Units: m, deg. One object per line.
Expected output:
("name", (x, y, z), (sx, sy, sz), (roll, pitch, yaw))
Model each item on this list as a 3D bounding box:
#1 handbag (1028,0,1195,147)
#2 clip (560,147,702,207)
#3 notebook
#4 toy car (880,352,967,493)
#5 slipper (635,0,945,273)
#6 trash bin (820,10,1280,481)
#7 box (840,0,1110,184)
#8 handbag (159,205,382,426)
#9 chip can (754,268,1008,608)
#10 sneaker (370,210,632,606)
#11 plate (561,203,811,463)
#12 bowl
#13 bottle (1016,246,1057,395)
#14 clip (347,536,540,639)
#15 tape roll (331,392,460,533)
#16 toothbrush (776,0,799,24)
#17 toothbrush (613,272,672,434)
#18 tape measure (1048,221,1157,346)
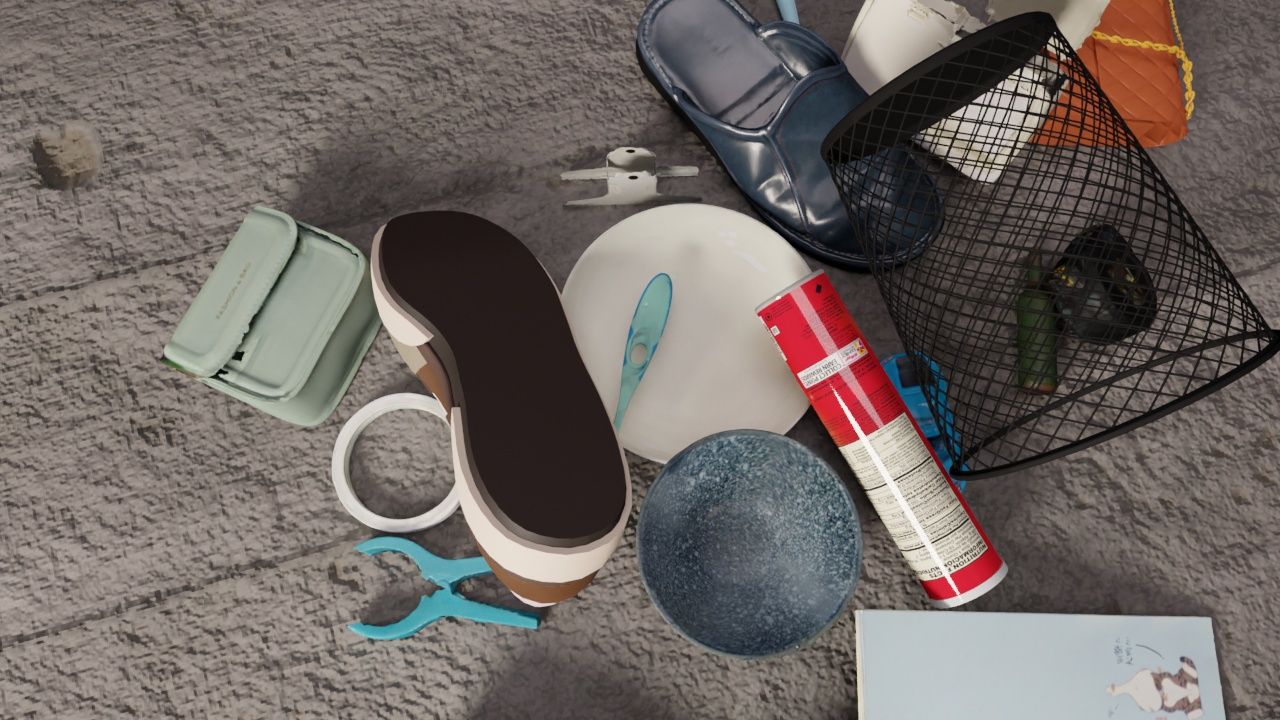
("handbag", (0.344, -0.248, 0.678), (0.109, 0.060, 0.171), (2, 75, -4))
("clip", (-0.006, -0.120, 0.643), (0.102, 0.059, 0.052), (-4, 94, -1))
("notebook", (0.245, 0.242, 0.540), (0.253, 0.009, 0.181), (5, 75, -15))
("toy car", (0.188, 0.045, 0.611), (0.048, 0.032, 0.105), (-8, 77, -4))
("slipper", (0.101, -0.168, 0.630), (0.109, 0.083, 0.265), (-44, 85, -3))
("trash bin", (0.216, -0.066, 0.527), (0.184, 0.184, 0.210), (-26, 84, -7))
("box", (0.210, -0.210, 0.596), (0.143, 0.185, 0.044), (36, 63, 14))
("handbag", (-0.239, -0.029, 0.607), (0.106, 0.067, 0.121), (23, 76, 7))
("chip can", (0.148, 0.047, 0.572), (0.051, 0.052, 0.214), (-30, 87, -8))
("sneaker", (-0.095, 0.027, 0.583), (0.111, 0.117, 0.293), (-12, 51, -29))
("plate", (0.034, -0.016, 0.623), (0.182, 0.034, 0.182), (0, 75, -1))
("bowl", (0.065, 0.114, 0.576), (0.137, 0.057, 0.137), (0, 79, -2))
("bottle", (0.274, -0.029, 0.634), (0.025, 0.025, 0.106), (5, 75, 0))
("clip", (-0.127, 0.128, 0.590), (0.130, 0.030, 0.120), (-16, 71, -5))
("tape roll", (-0.157, 0.068, 0.609), (0.093, 0.013, 0.093), (0, 75, 0))
("toothbrush", (0.116, -0.259, 0.698), (0.022, 0.016, 0.155), (-7, 74, -27))
("toothbrush", (-0.003, 0.003, 0.590), (0.022, 0.017, 0.135), (17, 76, 5))
("tape measure", (0.314, -0.048, 0.622), (0.072, 0.042, 0.071), (50, 51, -4))
